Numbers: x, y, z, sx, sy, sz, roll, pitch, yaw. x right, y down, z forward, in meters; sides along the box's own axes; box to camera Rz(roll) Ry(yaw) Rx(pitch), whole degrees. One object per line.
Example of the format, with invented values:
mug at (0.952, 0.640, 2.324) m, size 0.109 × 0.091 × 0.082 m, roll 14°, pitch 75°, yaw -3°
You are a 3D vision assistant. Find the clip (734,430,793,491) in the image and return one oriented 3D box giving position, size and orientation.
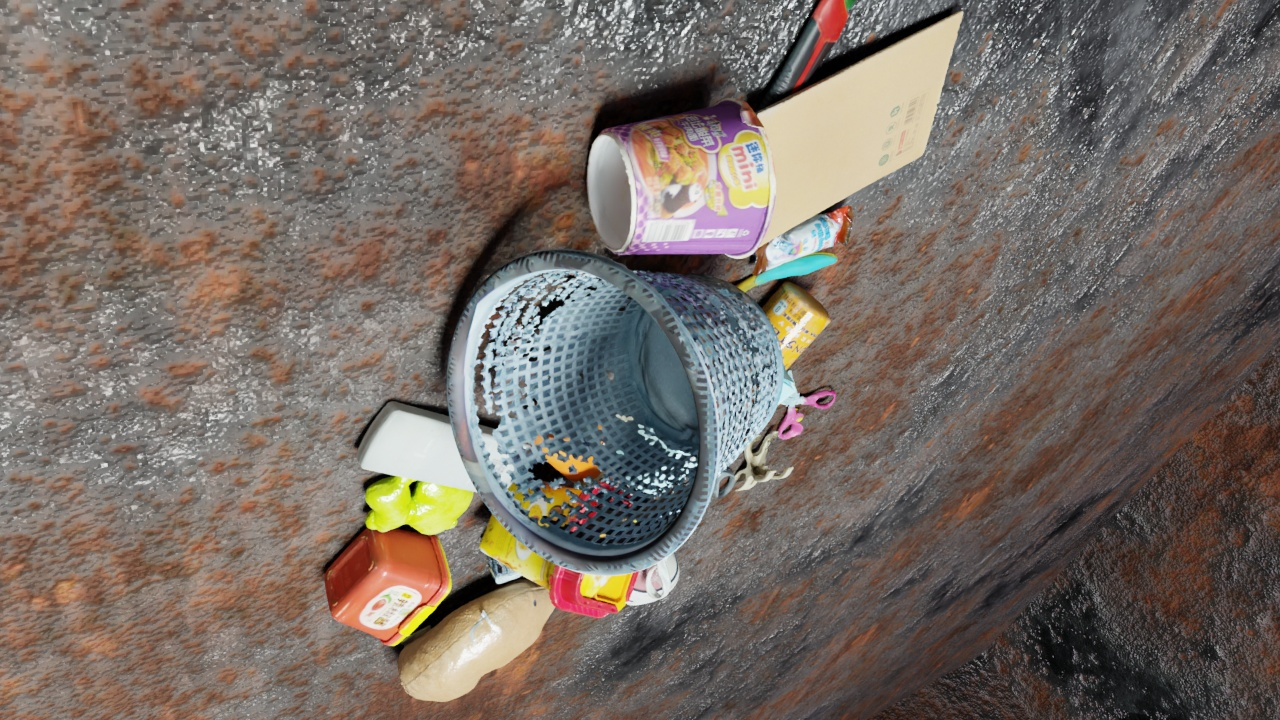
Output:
clip at (0.144, 0.134, 1.082) m, size 0.035 × 0.095 × 0.102 m, roll -6°, pitch 127°, yaw -29°

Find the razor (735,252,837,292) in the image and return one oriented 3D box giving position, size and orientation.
razor at (0.121, -0.072, 0.839) m, size 0.132 × 0.028 × 0.043 m, roll -25°, pitch 147°, yaw -11°

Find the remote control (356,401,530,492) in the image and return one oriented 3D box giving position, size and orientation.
remote control at (-0.159, 0.075, 0.758) m, size 0.150 × 0.021 × 0.058 m, roll 23°, pitch 106°, yaw -46°

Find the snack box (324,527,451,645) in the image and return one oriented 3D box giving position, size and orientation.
snack box at (-0.226, 0.194, 0.814) m, size 0.091 × 0.082 × 0.080 m, roll -46°, pitch 133°, yaw 12°

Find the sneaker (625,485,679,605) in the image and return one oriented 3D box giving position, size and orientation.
sneaker at (-0.009, 0.203, 0.998) m, size 0.088 × 0.118 × 0.241 m, roll -26°, pitch 146°, yaw 21°

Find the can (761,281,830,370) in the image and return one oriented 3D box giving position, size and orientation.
can at (0.116, -0.006, 0.890) m, size 0.058 × 0.058 × 0.146 m, roll 14°, pitch 122°, yaw -50°

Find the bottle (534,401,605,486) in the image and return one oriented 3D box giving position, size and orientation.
bottle at (-0.058, 0.080, 0.839) m, size 0.066 × 0.066 × 0.150 m, roll -31°, pitch 154°, yaw -8°

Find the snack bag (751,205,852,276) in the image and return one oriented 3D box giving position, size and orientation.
snack bag at (0.144, -0.108, 0.819) m, size 0.105 × 0.026 × 0.045 m, roll -22°, pitch 147°, yaw -18°

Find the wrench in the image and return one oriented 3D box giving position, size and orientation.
wrench at (0.121, -0.225, 0.661) m, size 0.056 × 0.016 × 0.274 m, roll -2°, pitch 134°, yaw -41°

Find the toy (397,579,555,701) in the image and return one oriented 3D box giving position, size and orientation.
toy at (-0.156, 0.287, 0.991) m, size 0.225 × 0.082 × 0.143 m, roll -33°, pitch 167°, yaw -9°

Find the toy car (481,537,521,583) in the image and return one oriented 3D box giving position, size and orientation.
toy car at (-0.132, 0.199, 0.942) m, size 0.049 × 0.031 × 0.106 m, roll -22°, pitch 146°, yaw -18°

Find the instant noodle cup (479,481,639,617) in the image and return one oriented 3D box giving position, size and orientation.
instant noodle cup at (-0.072, 0.164, 0.852) m, size 0.116 × 0.124 × 0.116 m, roll 36°, pitch 71°, yaw -55°

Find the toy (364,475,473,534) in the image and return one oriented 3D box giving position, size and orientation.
toy at (-0.188, 0.121, 0.794) m, size 0.100 × 0.031 × 0.097 m, roll -15°, pitch 137°, yaw -30°

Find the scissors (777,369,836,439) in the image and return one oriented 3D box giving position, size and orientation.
scissors at (0.185, 0.044, 1.056) m, size 0.108 × 0.017 × 0.136 m, roll -29°, pitch 143°, yaw -6°

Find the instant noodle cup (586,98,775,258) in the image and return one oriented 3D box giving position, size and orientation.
instant noodle cup at (0.022, -0.120, 0.629) m, size 0.099 × 0.111 × 0.112 m, roll -9°, pitch 139°, yaw -21°

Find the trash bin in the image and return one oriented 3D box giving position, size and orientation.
trash bin at (0.002, 0.021, 0.693) m, size 0.194 × 0.226 × 0.227 m, roll -19°, pitch 147°, yaw -55°

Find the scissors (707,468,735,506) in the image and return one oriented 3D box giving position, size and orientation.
scissors at (0.087, 0.114, 1.058) m, size 0.132 × 0.014 × 0.176 m, roll -3°, pitch 132°, yaw -39°

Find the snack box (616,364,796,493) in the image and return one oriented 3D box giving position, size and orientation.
snack box at (0.050, 0.045, 0.840) m, size 0.175 × 0.074 × 0.051 m, roll -39°, pitch 148°, yaw 16°

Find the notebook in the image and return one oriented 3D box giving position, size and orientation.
notebook at (0.170, -0.183, 0.748) m, size 0.207 × 0.008 × 0.148 m, roll -30°, pitch 148°, yaw -18°
